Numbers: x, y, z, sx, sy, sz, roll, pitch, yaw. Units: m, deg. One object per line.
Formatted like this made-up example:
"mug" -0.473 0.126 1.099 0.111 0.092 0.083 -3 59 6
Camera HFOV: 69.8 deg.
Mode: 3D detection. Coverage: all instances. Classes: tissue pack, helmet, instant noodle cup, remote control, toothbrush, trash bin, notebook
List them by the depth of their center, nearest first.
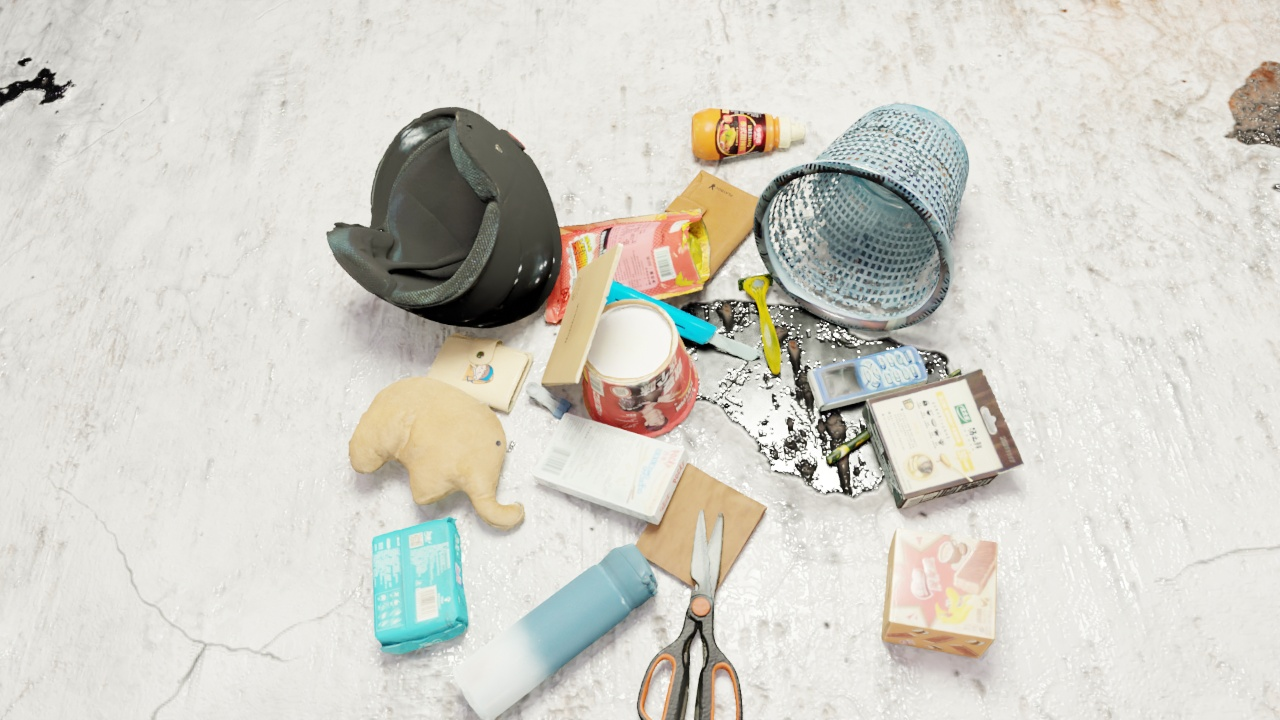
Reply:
"tissue pack" -0.233 0.233 0.968 0.093 0.050 0.133 -14 59 3
"notebook" -0.067 -0.043 1.000 0.008 0.208 0.147 20 83 -14
"toothbrush" 0.280 0.063 1.004 0.185 0.012 0.017 -32 72 -9
"remote control" 0.253 0.020 1.024 0.125 0.024 0.049 -13 60 0
"instant noodle cup" -0.006 0.006 1.026 0.138 0.109 0.137 -4 61 7
"trash bin" 0.272 -0.178 1.042 0.227 0.227 0.194 24 54 20
"helmet" -0.216 -0.165 1.091 0.234 0.230 0.274 -35 52 17

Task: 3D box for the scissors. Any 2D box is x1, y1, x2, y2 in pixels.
"scissors" 0.072 0.264 0.914 0.161 0.022 0.233 29 69 16

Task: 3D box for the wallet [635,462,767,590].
"wallet" 0.062 0.178 0.971 0.101 0.020 0.115 28 72 22

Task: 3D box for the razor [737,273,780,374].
"razor" 0.147 -0.044 1.079 0.043 0.028 0.132 -8 62 0

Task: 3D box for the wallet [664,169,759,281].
"wallet" 0.082 -0.172 1.158 0.108 0.031 0.131 33 70 22

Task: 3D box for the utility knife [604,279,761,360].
"utility knife" 0.046 -0.044 1.072 0.203 0.034 0.018 23 25 3

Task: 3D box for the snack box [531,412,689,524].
"snack box" -0.034 0.116 1.003 0.157 0.027 0.084 15 63 26

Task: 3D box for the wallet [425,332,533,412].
"wallet" -0.194 0.010 1.104 0.115 0.024 0.087 13 63 17

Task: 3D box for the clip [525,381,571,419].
"clip" -0.109 0.045 1.073 0.056 0.026 0.024 32 74 14

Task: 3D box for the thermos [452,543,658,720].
"thermos" -0.080 0.267 0.918 0.220 0.070 0.070 -35 61 -12

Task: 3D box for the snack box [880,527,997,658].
"snack box" 0.284 0.222 0.875 0.094 0.077 0.092 7 62 13

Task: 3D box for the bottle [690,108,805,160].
"bottle" 0.142 -0.299 1.205 0.149 0.067 0.066 -2 60 0

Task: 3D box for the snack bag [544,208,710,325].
"snack bag" -0.023 -0.118 1.116 0.208 0.073 0.128 -9 70 21

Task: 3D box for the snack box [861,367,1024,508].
"snack box" 0.311 0.081 0.957 0.125 0.053 0.113 -14 67 -2

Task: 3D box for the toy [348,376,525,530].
"toy" -0.215 0.099 1.029 0.226 0.082 0.143 24 71 17
